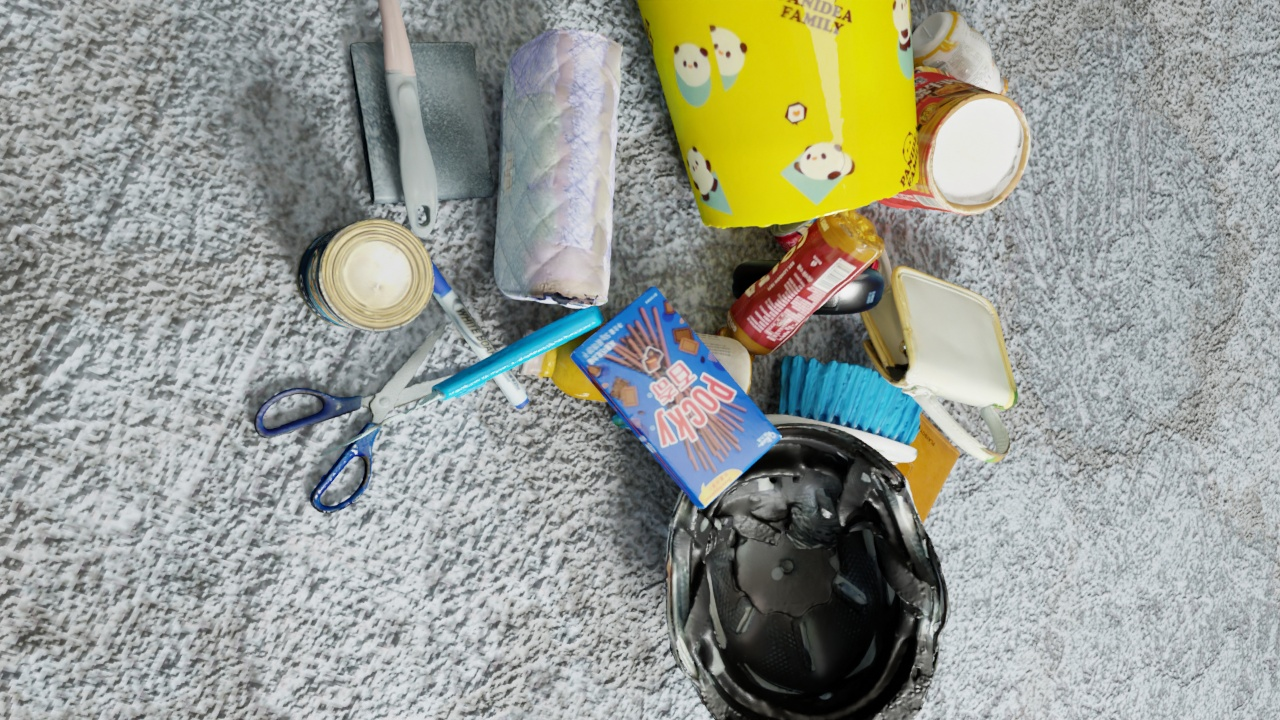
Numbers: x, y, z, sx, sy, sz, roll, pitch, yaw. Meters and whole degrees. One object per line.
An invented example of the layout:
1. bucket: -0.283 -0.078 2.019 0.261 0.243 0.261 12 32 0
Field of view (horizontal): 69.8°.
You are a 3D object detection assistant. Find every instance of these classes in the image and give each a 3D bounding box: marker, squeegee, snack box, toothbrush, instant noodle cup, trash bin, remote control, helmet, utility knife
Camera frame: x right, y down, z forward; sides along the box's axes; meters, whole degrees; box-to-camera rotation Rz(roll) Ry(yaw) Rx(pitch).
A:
1. marker: -0.134 -0.021 0.730 0.016 0.017 0.146 -40 110 -20
2. squeegee: -0.177 -0.215 0.665 0.247 0.040 0.249 -13 96 -29
3. snack box: 0.028 0.028 0.711 0.084 0.026 0.157 -40 89 -15
4. toothbrush: 0.266 -0.035 0.936 0.016 0.016 0.180 -27 106 -31
5. instant noodle cup: 0.286 -0.199 0.861 0.137 0.108 0.138 -7 113 -17
6. trash bin: 0.112 -0.253 0.735 0.229 0.230 0.255 -21 109 -25
7. remote control: 0.151 -0.064 0.829 0.136 0.024 0.053 3 125 5
8. helmet: 0.132 0.185 0.793 0.230 0.157 0.274 -13 92 3
9. utility knife: -0.132 0.016 0.692 0.238 0.034 0.018 -27 102 -11

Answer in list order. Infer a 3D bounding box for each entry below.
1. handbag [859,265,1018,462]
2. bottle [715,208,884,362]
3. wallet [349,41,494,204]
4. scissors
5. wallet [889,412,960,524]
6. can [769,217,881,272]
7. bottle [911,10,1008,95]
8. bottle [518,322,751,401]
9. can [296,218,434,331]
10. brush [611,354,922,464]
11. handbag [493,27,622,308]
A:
1. handbag: 0.285 0.011 0.866 0.163 0.063 0.178 13 57 -33
2. bottle: 0.127 -0.056 0.787 0.057 0.057 0.175 29 125 -23
3. wallet: -0.166 -0.182 0.703 0.097 0.019 0.121 -10 97 -28
4. scissors: -0.207 0.044 0.699 0.162 0.012 0.164 5 91 -27
5. wallet: 0.261 0.115 0.937 0.119 0.035 0.130 43 72 -26
6. can: 0.174 -0.106 0.854 0.094 0.067 0.066 47 73 -22
7. bottle: 0.320 -0.297 0.918 0.108 0.063 0.063 30 80 -25
8. bottle: -0.005 0.004 0.760 0.189 0.068 0.068 7 90 -13
9. can: -0.194 -0.059 0.642 0.075 0.111 0.075 -2 94 -27
10. brush: 0.129 0.044 0.847 0.314 0.061 0.109 16 75 -17
11. handbag: -0.066 -0.136 0.691 0.075 0.134 0.194 0 92 -28
